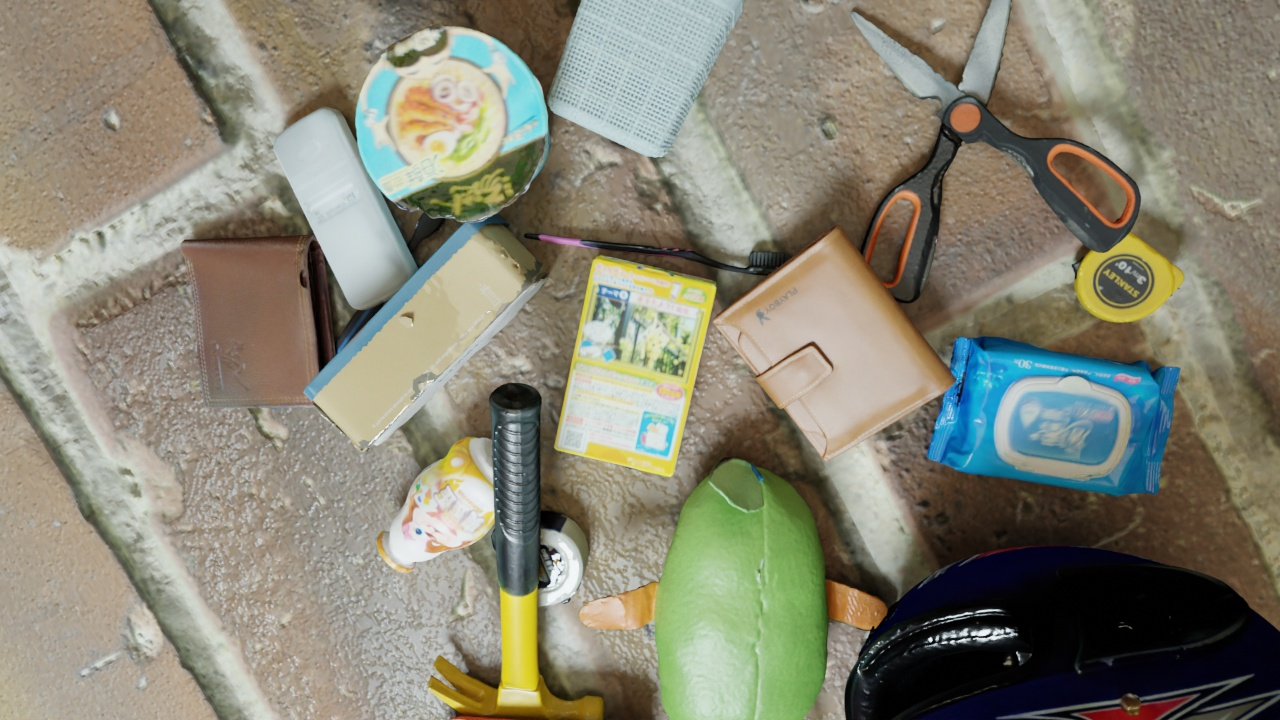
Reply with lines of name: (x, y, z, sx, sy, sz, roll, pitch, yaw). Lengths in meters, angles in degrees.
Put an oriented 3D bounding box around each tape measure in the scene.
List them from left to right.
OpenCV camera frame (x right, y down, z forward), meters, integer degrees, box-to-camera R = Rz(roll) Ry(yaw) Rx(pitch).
tape measure: (-0.071, 0.145, 0.670, 0.066, 0.033, 0.066, -6, 101, 7)
tape measure: (0.319, -0.054, 0.609, 0.060, 0.028, 0.057, 42, 104, 13)

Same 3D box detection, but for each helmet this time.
helmet: (0.244, 0.233, 0.554, 0.315, 0.240, 0.248, 1, 119, -6)

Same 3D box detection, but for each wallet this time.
wallet: (-0.272, -0.027, 0.652, 0.101, 0.032, 0.124, -2, 97, 12)
wallet: (0.128, -0.009, 0.618, 0.108, 0.031, 0.132, -36, 96, 23)

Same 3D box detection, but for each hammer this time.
hammer: (-0.084, 0.150, 0.625, 0.129, 0.032, 0.301, 5, 120, 1)

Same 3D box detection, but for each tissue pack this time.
tissue pack: (0.280, 0.039, 0.617, 0.157, 0.052, 0.095, 9, 101, 2)

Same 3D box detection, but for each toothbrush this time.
toothbrush: (-0.191, -0.040, 0.657, 0.014, 0.016, 0.190, 37, 103, -5)
toothbrush: (0.012, -0.077, 0.635, 0.189, 0.014, 0.018, 8, 90, 3)

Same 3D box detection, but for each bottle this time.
bottle: (-0.137, 0.105, 0.652, 0.108, 0.063, 0.063, -41, 95, 10)

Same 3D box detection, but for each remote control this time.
remote control: (-0.203, -0.104, 0.634, 0.056, 0.020, 0.136, -26, 91, 17)

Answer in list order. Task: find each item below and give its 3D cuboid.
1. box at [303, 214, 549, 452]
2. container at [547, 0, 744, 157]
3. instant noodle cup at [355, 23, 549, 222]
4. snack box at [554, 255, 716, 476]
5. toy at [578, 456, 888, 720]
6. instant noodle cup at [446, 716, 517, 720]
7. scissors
box: (-0.136, -0.024, 0.617, 0.061, 0.089, 0.184, 44, 97, -3)
container: (0.001, -0.193, 0.578, 0.090, 0.089, 0.111, 25, 103, 0)
instant noodle cup: (-0.104, -0.144, 0.577, 0.111, 0.120, 0.111, 1, 101, 4)
snack box: (-0.004, 0.004, 0.641, 0.087, 0.033, 0.140, 12, 102, 2)
toy: (0.070, 0.186, 0.638, 0.226, 0.090, 0.247, 3, 94, -17)
instant noodle cup: (-0.076, 0.355, 0.673, 0.164, 0.079, 0.189, 0, 109, 7)
scissors: (0.216, -0.137, 0.602, 0.234, 0.021, 0.221, 34, 105, 6)
